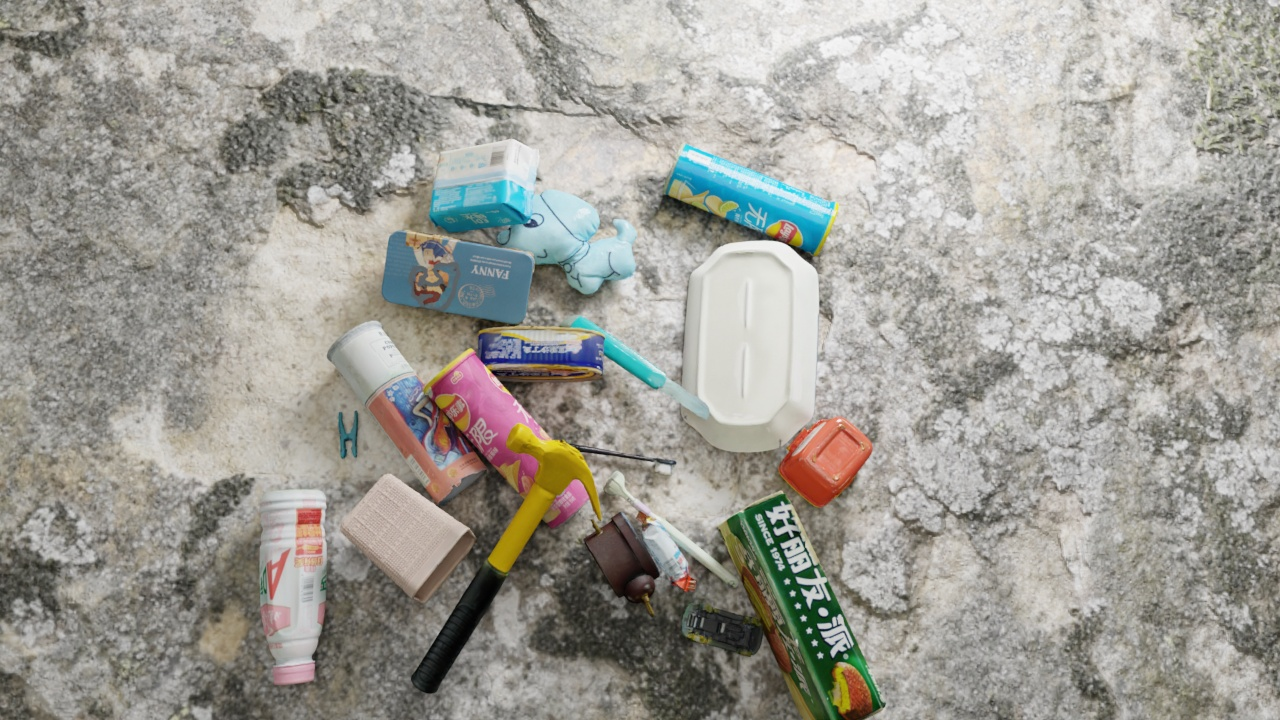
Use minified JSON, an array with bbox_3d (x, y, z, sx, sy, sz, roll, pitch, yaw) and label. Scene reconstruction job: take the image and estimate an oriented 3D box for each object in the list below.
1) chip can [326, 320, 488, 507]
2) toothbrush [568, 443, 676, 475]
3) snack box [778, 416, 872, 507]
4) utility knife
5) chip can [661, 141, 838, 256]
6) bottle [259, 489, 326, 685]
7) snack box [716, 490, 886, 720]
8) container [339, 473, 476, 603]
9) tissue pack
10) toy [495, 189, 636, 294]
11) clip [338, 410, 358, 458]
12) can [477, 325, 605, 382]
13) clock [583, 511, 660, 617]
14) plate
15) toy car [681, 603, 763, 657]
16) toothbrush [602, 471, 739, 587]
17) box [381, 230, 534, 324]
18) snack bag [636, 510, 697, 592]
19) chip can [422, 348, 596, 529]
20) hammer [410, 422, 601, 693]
[{"bbox_3d":[-0.261,0.060,1.028,0.071,0.071,0.214,-36,80,-15],"label":"chip can"},{"bbox_3d":[-0.048,0.109,1.064,0.181,0.016,0.018,11,81,-3],"label":"toothbrush"},{"bbox_3d":[0.215,0.112,1.056,0.082,0.080,0.091,42,74,8],"label":"snack box"},{"bbox_3d":[-0.006,0.006,1.081,0.216,0.013,0.029,34,80,18],"label":"utility knife"},{"bbox_3d":[0.137,-0.202,1.148,0.210,0.071,0.071,22,72,2],"label":"chip can"},{"bbox_3d":[-0.366,0.237,0.969,0.068,0.068,0.196,-3,78,-7],"label":"bottle"},{"bbox_3d":[0.167,0.267,0.986,0.063,0.115,0.240,-21,77,-13],"label":"snack box"},{"bbox_3d":[-0.250,0.188,0.983,0.111,0.090,0.090,36,73,9],"label":"container"},{"bbox_3d":[-0.186,-0.205,1.099,0.140,0.063,0.090,-3,71,26],"label":"tissue pack"},{"bbox_3d":[-0.090,-0.151,1.118,0.161,0.050,0.156,-24,80,-7],"label":"toy"},{"bbox_3d":[-0.333,0.084,1.043,0.042,0.014,0.056,-3,72,-7],"label":"clip"},{"bbox_3d":[-0.115,-0.006,1.059,0.148,0.075,0.049,1,75,1],"label":"can"},{"bbox_3d":[-0.014,0.223,0.998,0.055,0.082,0.122,-30,78,-9],"label":"clock"},{"bbox_3d":[0.127,-0.025,1.083,0.162,0.034,0.265,1,73,16],"label":"plate"},{"bbox_3d":[0.089,0.296,1.010,0.091,0.036,0.043,16,71,0],"label":"toy car"},{"bbox_3d":[0.037,0.195,1.045,0.189,0.020,0.029,39,104,5],"label":"toothbrush"},{"bbox_3d":[-0.205,-0.097,1.073,0.184,0.061,0.090,8,100,-1],"label":"box"},{"bbox_3d":[0.028,0.211,1.017,0.026,0.048,0.104,-33,91,8],"label":"snack bag"},{"bbox_3d":[-0.142,0.087,1.011,0.071,0.071,0.210,-43,93,-16],"label":"chip can"},{"bbox_3d":[-0.149,0.216,0.957,0.128,0.033,0.301,31,94,-18],"label":"hammer"}]
